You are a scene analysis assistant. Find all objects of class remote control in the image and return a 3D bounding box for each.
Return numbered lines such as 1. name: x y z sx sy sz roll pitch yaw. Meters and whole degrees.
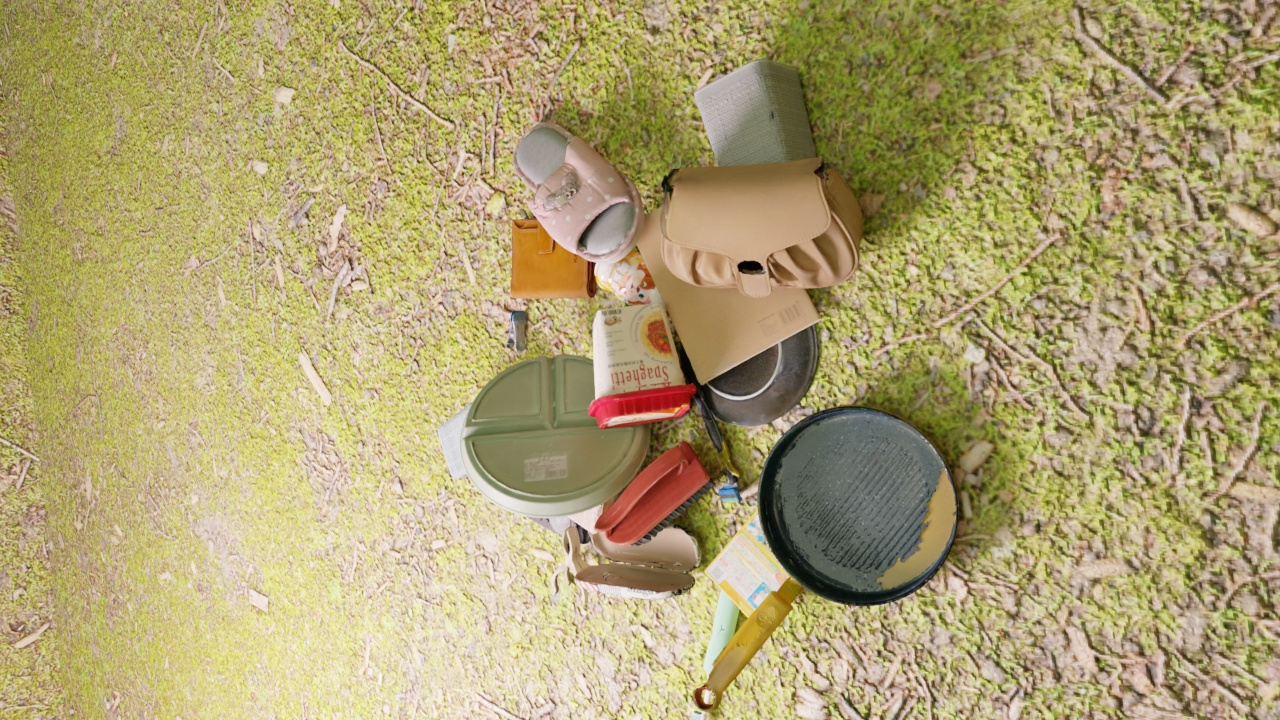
1. remote control: -0.113 0.200 1.218 0.136 0.024 0.053 20 110 32

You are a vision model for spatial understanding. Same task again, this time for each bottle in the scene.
1. bottle: 0.000 -0.093 1.088 0.108 0.063 0.063 33 113 16

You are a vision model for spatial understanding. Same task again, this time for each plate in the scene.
1. plate: -0.103 0.081 1.098 0.230 0.229 0.027 40 155 29
2. plate: 0.113 -0.013 1.030 0.180 0.024 0.179 3 96 38

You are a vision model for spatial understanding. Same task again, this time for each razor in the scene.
1. razor: 0.087 0.093 1.053 0.043 0.022 0.142 -23 85 64

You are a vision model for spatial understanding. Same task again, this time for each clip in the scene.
1. clip: -0.079 0.271 1.183 0.098 0.035 0.100 38 124 24
2. clip: -0.167 -0.039 1.245 0.028 0.024 0.057 19 108 39

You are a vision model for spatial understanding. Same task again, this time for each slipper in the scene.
1. slipper: -0.087 -0.214 1.114 0.114 0.054 0.274 -45 51 10

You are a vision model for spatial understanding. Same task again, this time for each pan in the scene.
1. pan: 0.167 0.208 0.923 0.198 0.078 0.358 38 103 21

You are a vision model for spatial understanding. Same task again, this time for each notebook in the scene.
1. notebook: 0.089 -0.099 1.019 0.150 0.012 0.211 -29 71 17

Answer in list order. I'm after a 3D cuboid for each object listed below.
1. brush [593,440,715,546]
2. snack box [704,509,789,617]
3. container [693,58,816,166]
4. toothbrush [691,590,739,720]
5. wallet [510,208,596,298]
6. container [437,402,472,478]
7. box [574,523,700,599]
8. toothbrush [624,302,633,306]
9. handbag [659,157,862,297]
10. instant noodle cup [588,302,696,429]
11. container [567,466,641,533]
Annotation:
1. brush: 0.011 0.159 1.063 0.146 0.069 0.063 -43 46 12
2. snack box: 0.145 0.209 0.996 0.087 0.033 0.141 43 107 23
3. container: 0.126 -0.240 0.966 0.090 0.090 0.114 -17 86 38
4. toothbrush: 0.092 0.333 1.069 0.027 0.026 0.225 14 103 15
5. wallet: -0.114 -0.140 1.195 0.131 0.035 0.119 2 98 35
6. container: -0.208 0.105 1.248 0.112 0.090 0.090 -30 75 38
7. box: -0.008 0.242 1.103 0.162 0.085 0.075 -1 118 34
8. toothbrush: -0.010 -0.066 1.122 0.018 0.014 0.189 -41 72 22
9. handbag: 0.116 -0.129 0.922 0.205 0.148 0.099 0 56 22
10. instant noodle cup: -0.006 0.006 1.042 0.117 0.116 0.124 123 138 -76
11. container: -0.066 0.143 1.130 0.111 0.090 0.090 33 132 28
